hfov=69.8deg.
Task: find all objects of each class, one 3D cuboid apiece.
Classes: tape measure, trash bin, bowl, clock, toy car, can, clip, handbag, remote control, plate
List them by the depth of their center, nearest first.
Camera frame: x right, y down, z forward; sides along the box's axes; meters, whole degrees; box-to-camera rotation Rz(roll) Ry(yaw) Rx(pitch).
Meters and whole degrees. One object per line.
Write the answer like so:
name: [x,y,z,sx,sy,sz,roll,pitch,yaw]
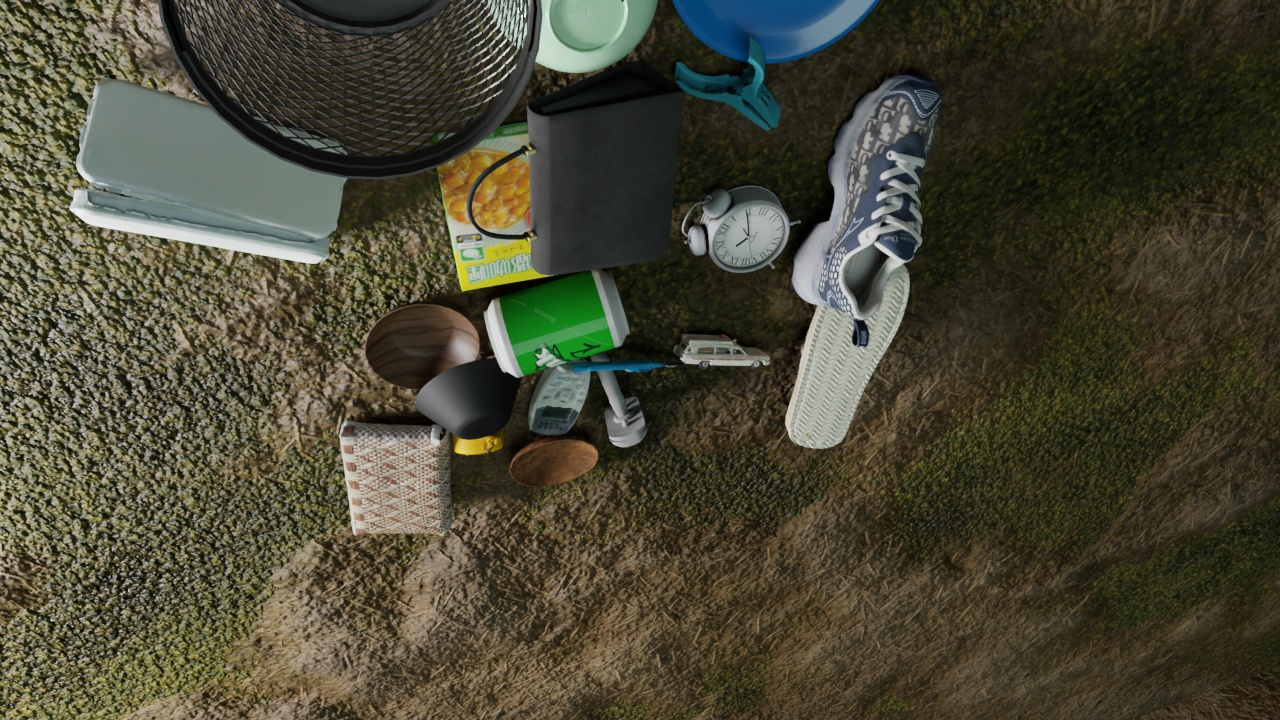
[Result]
trash bin: [-0.193,-0.277,0.625,0.217,0.227,0.218,-9,133,-10]
bowl: [-0.050,-0.301,0.756,0.151,0.077,0.151,-9,134,-10]
plate: [0.125,-0.367,0.785,0.224,0.024,0.225,-9,133,-10]
handbag: [-0.068,-0.159,0.839,0.195,0.072,0.176,-21,138,-26]
clip: [0.079,-0.257,0.859,0.120,0.033,0.122,2,164,5]
can: [-0.088,-0.040,0.974,0.140,0.087,0.088,-17,134,-2]
clock: [0.102,-0.141,0.978,0.122,0.035,0.095,8,128,-26]
bowl: [-0.233,-0.023,0.983,0.119,0.032,0.119,-9,133,-10]
bowl: [-0.183,0.054,1.025,0.124,0.052,0.124,-20,155,-10]
tape measure: [-0.192,0.095,1.082,0.059,0.068,0.030,-6,97,-6]
remote control: [-0.096,0.041,1.088,0.060,0.028,0.115,9,128,-24]
toy car: [0.099,-0.013,1.097,0.113,0.039,0.039,0,110,-19]
handbag: [-0.291,0.143,1.109,0.124,0.047,0.186,2,131,-8]
bowl: [-0.110,0.120,1.154,0.114,0.026,0.102,-17,144,1]

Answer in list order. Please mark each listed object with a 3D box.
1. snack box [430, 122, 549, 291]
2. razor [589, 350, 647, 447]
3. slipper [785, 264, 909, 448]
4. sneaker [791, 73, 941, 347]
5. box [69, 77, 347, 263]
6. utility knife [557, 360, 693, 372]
snack box: [-0.125,-0.151,0.903,0.132,0.027,0.168,-11,134,-9]
razor: [-0.034,0.032,1.080,0.047,0.088,0.116,-21,115,1]
slipper: [0.249,-0.011,1.125,0.115,0.052,0.263,10,115,-13]
sneaker: [0.250,-0.151,0.941,0.103,0.132,0.270,7,120,-21]
box: [-0.375,-0.152,0.816,0.210,0.105,0.129,15,84,-25]
utility knife: [-0.006,0.006,1.053,0.219,0.031,0.015,-3,101,-39]
